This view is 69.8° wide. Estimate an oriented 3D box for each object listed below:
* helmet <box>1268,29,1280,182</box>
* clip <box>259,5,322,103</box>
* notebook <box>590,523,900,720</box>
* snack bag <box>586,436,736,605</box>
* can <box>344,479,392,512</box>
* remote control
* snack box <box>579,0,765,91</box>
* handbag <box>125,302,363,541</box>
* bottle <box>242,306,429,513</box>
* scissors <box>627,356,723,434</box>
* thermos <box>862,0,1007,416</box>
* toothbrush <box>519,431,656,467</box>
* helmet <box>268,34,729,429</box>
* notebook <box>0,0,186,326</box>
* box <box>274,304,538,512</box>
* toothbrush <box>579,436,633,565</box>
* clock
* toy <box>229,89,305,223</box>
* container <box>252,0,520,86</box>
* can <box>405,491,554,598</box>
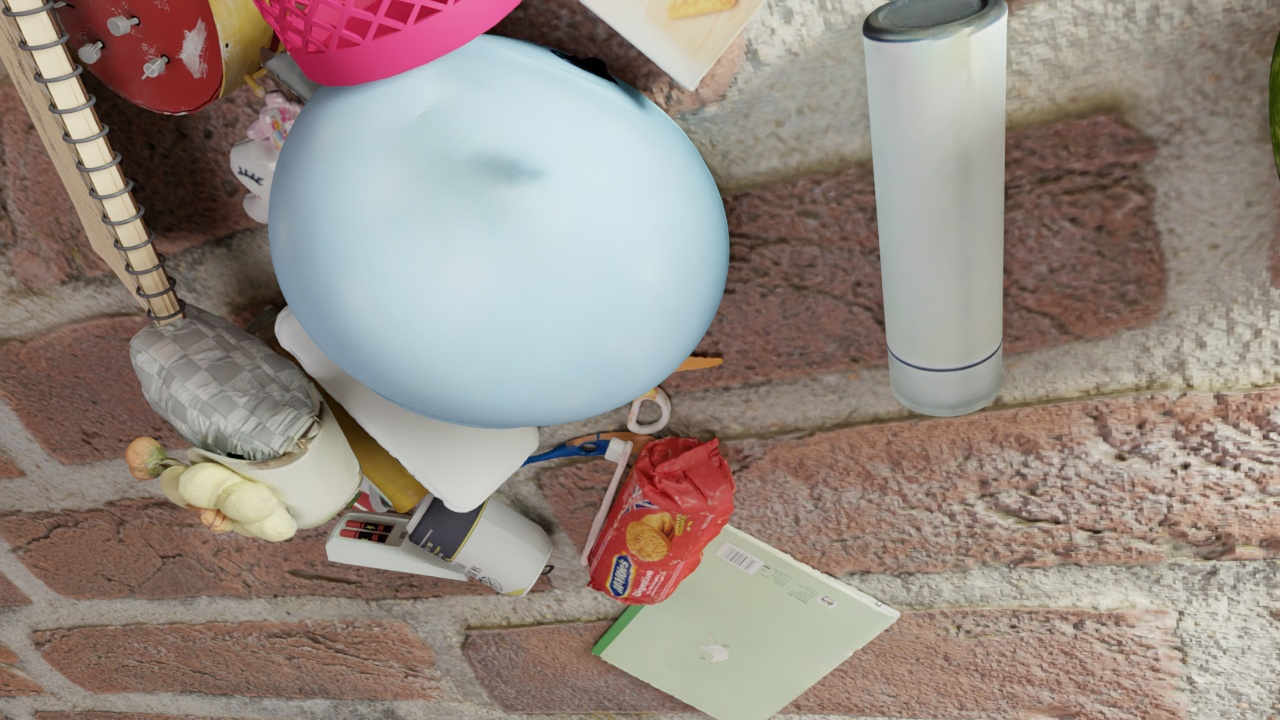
[{"bbox_3d":[0.352,-0.088,0.310,0.243,0.246,0.214,43,118,35],"label":"helmet"},{"bbox_3d":[-0.189,-0.178,0.540,0.038,0.101,0.054,12,87,3],"label":"clip"},{"bbox_3d":[0.081,0.246,0.824,0.182,0.010,0.253,28,131,-5],"label":"notebook"},{"bbox_3d":[0.015,0.129,0.706,0.082,0.082,0.177,23,133,-1],"label":"snack bag"},{"bbox_3d":[-0.255,0.097,0.784,0.097,0.053,0.054,6,130,13],"label":"can"},{"bbox_3d":[-0.215,0.162,0.826,0.143,0.049,0.024,5,130,15],"label":"remote control"},{"bbox_3d":[0.050,-0.235,0.408,0.104,0.057,0.208,36,129,-12],"label":"snack box"},{"bbox_3d":[-0.289,0.048,0.639,0.171,0.123,0.113,33,155,18],"label":"handbag"},{"bbox_3d":[-0.235,0.038,0.722,0.186,0.053,0.053,48,127,-10],"label":"bottle"},{"bbox_3d":[0.000,0.009,0.655,0.125,0.011,0.129,-3,128,22],"label":"scissors"},{"bbox_3d":[0.162,-0.075,0.497,0.068,0.067,0.230,-1,128,19],"label":"thermos"},{"bbox_3d":[-0.048,0.070,0.720,0.135,0.017,0.021,-10,128,22],"label":"toothbrush"},{"bbox_3d":[-0.078,-0.059,0.507,0.265,0.166,0.226,15,109,-6],"label":"helmet"},{"bbox_3d":[-0.364,-0.142,0.586,0.167,0.024,0.226,34,142,38],"label":"notebook"},{"bbox_3d":[-0.171,0.005,0.698,0.107,0.110,0.216,-40,118,-7],"label":"box"},{"bbox_3d":[-0.033,0.119,0.744,0.018,0.015,0.182,20,137,2],"label":"toothbrush"},{"bbox_3d":[-0.290,-0.207,0.528,0.159,0.081,0.117,15,131,6],"label":"clock"},{"bbox_3d":[-0.230,-0.120,0.601,0.076,0.037,0.126,20,144,-9],"label":"toy"},{"bbox_3d":[-0.148,-0.252,0.396,0.183,0.182,0.226,-4,134,21],"label":"container"},{"bbox_3d":[-0.131,0.152,0.780,0.127,0.064,0.064,32,131,-9],"label":"can"}]
